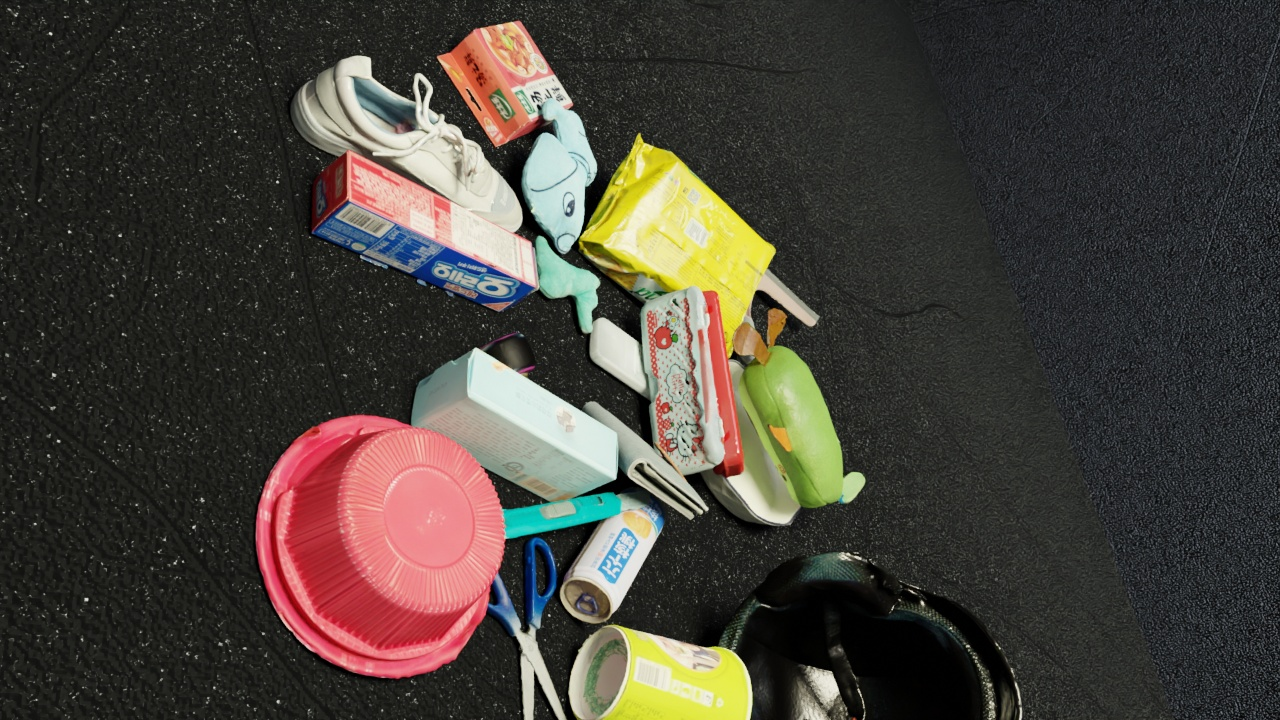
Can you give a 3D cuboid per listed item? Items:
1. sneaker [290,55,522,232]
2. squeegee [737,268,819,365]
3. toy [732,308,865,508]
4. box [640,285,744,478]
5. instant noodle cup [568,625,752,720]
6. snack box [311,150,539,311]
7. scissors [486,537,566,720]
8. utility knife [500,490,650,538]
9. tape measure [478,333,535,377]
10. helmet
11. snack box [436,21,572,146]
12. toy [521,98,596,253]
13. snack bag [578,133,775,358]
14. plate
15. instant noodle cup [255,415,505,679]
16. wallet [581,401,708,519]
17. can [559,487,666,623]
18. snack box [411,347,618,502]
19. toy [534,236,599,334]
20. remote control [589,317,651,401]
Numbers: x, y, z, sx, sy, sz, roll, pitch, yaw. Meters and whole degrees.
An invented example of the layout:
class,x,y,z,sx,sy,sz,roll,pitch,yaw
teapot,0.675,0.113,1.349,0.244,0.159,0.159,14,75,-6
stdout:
class,x,y,z,sx,sy,sz,roll,pitch,yaw
sneaker,-0.186,-0.194,0.833,0.242,0.091,0.089,27,48,-43
squeegee,0.147,-0.058,1.242,0.247,0.040,0.248,40,33,-18
toy,0.174,0.063,1.069,0.246,0.090,0.226,68,22,2
box,0.049,0.025,0.980,0.095,0.098,0.201,72,12,-70
instant noodle cup,0.010,0.276,0.763,0.123,0.112,0.111,30,44,-28
snack box,-0.183,-0.106,0.805,0.207,0.057,0.058,23,47,-45
scissors,-0.091,0.216,0.743,0.162,0.012,0.162,53,34,-17
utility knife,-0.062,0.131,0.799,0.186,0.013,0.029,-4,55,-39
tape measure,-0.122,0.003,0.811,0.057,0.058,0.039,-25,88,-60
helmet,0.199,0.317,0.846,0.230,0.275,0.233,64,31,-55
snack box,-0.146,-0.308,1.013,0.113,0.044,0.126,57,33,-10
toy,-0.088,-0.201,0.993,0.155,0.050,0.161,-37,115,-56
snack bag,0.052,-0.132,1.071,0.246,0.068,0.157,36,72,-29
plate,0.124,0.102,1.096,0.204,0.046,0.204,33,44,-39
instant noodle cup,-0.165,0.119,0.649,0.193,0.066,0.193,30,46,-36
wallet,0.005,0.094,0.882,0.106,0.037,0.130,40,1,-31
can,-0.023,0.174,0.829,0.053,0.053,0.134,55,33,-12
snack box,-0.103,0.060,0.780,0.174,0.074,0.051,35,41,-37
toy,-0.074,-0.077,0.963,0.091,0.030,0.096,15,61,-47
remote control,-0.006,0.006,1.005,0.136,0.020,0.055,35,43,-37
